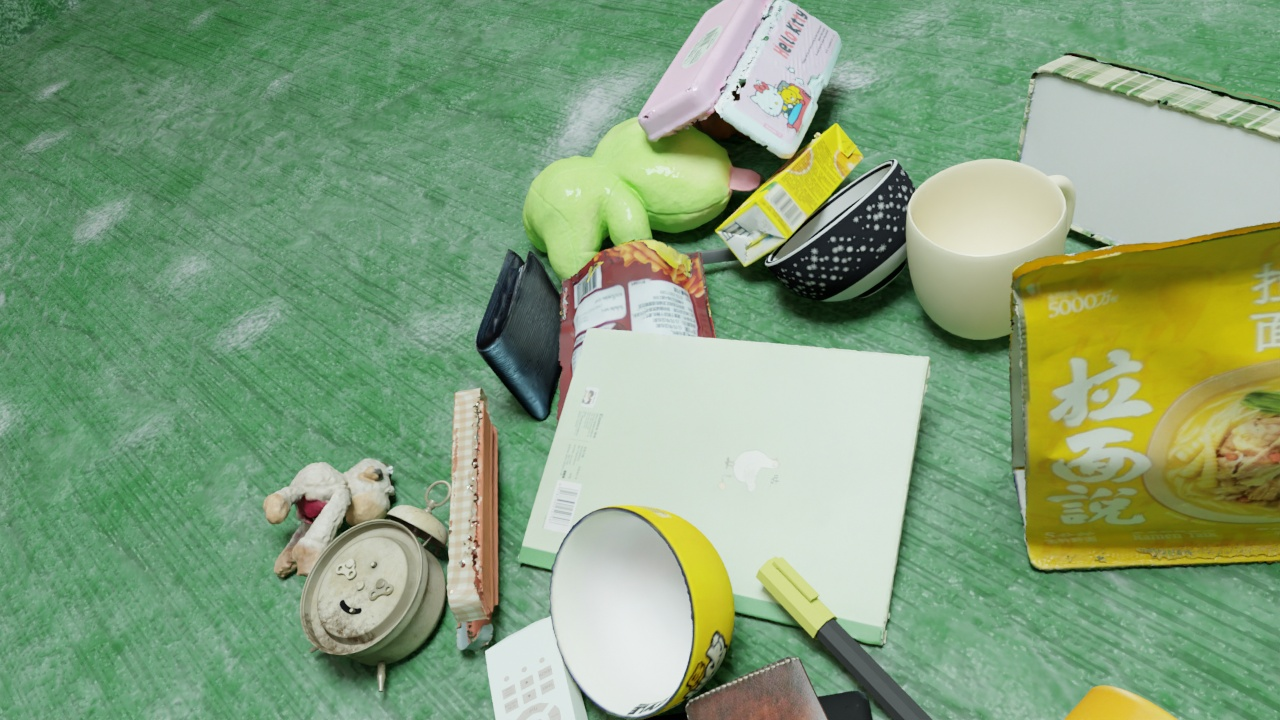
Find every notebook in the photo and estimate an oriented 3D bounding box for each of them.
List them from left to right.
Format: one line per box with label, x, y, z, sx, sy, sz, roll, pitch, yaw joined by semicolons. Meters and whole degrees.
notebook;0.049;0.069;0.606;0.253;0.010;0.181;6;68;27

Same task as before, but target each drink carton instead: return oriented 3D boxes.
drink carton;0.122;-0.137;0.745;0.134;0.043;0.059;-45;8;-34

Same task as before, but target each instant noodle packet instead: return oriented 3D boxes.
instant noodle packet;0.268;0.017;0.446;0.163;0.222;0.084;-6;51;19

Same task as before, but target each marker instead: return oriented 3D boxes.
marker;0.113;0.158;0.513;0.017;0.021;0.124;-17;46;-35

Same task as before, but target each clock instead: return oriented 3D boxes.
clock;-0.168;0.146;0.631;0.093;0.054;0.140;13;63;32

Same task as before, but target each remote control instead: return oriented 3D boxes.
remote control;-0.054;0.219;0.533;0.049;0.024;0.143;-30;43;7
remote control;0.051;0.209;0.503;0.152;0.020;0.041;-11;47;10

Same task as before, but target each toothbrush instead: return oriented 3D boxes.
toothbrush;0.049;-0.086;0.763;0.167;0.013;0.013;-7;29;3

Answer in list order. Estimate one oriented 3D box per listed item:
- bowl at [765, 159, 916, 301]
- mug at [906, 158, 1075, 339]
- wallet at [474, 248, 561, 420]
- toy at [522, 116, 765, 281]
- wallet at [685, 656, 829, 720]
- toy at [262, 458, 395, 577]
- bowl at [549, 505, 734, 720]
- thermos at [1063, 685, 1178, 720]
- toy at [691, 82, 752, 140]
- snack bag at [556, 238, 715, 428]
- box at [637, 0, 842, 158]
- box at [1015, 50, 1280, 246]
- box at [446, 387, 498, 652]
bowl;0.160;-0.085;0.684;0.120;0.066;0.120;-40;7;6
mug;0.244;-0.073;0.626;0.120;0.100;0.096;-27;47;-6
wallet;-0.087;-0.023;0.728;0.026;0.089;0.114;-9;47;23
toy;-0.011;-0.154;0.811;0.197;0.107;0.150;-37;43;-1
wallet;0.075;0.221;0.464;0.072;0.019;0.123;-24;57;1
toy;-0.231;0.112;0.690;0.105;0.074;0.085;-32;-2;-35
bowl;0.009;0.142;0.536;0.117;0.067;0.117;-3;86;44
thermos;0.149;0.245;0.394;0.232;0.076;0.091;-40;20;-14
toy;0.081;-0.248;0.882;0.128;0.065;0.094;14;40;34
snack bag;-0.004;0.004;0.688;0.139;0.067;0.207;-13;51;12
box;0.088;-0.255;0.783;0.146;0.077;0.201;9;49;20
box;0.354;-0.127;0.616;0.051;0.118;0.205;-27;41;-26
box;-0.115;0.104;0.636;0.041;0.083;0.186;-9;44;0
